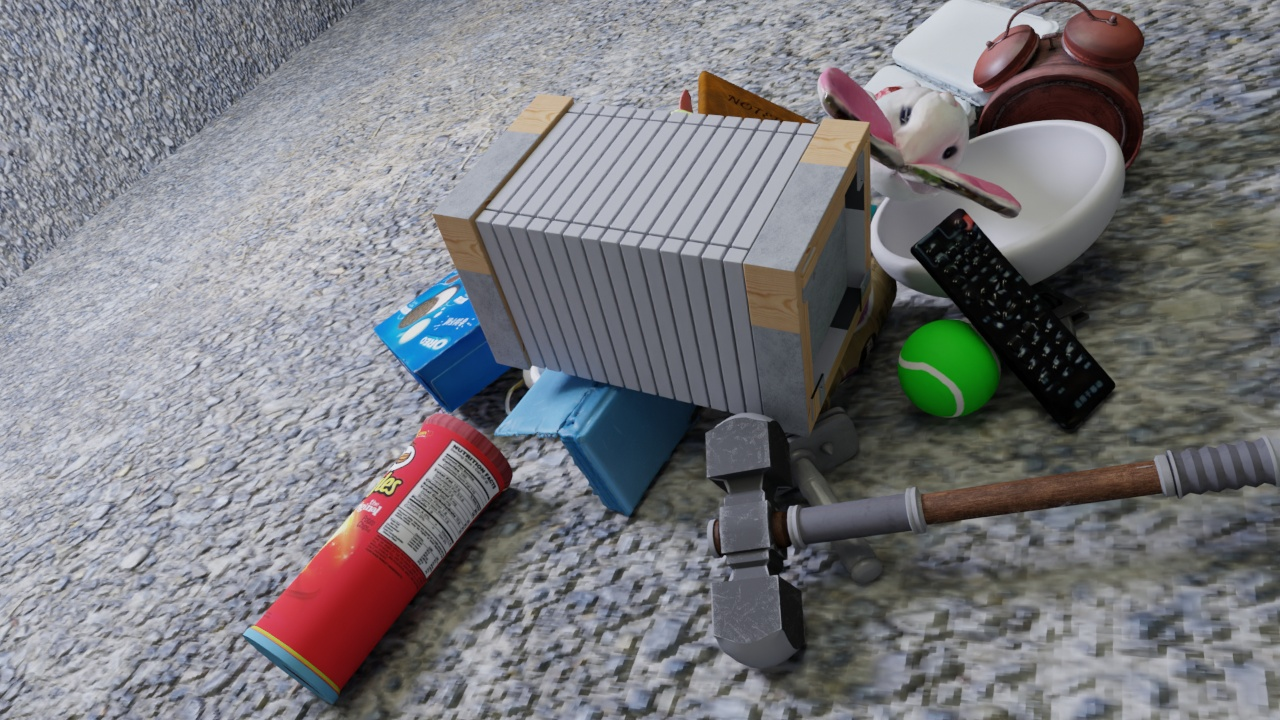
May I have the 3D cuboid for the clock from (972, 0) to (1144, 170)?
[{"bbox_3d":[0.328,-0.207,0.718,0.121,0.158,0.072,-1,48,36],"label":"clock"}]

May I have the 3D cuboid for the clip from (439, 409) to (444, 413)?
[{"bbox_3d":[-0.190,0.069,0.865,0.043,0.014,0.051,-45,40,-19],"label":"clip"}]

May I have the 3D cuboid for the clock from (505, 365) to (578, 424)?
[{"bbox_3d":[-0.063,0.016,0.808,0.125,0.052,0.088,-26,35,11],"label":"clock"}]

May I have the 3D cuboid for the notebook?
[{"bbox_3d":[0.134,-0.181,0.851,0.248,0.178,0.014,-85,21,-52],"label":"notebook"}]

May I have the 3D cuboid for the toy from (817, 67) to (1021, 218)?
[{"bbox_3d":[0.194,-0.161,0.666,0.084,0.159,0.193,-56,2,26],"label":"toy"}]

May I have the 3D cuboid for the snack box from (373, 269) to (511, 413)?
[{"bbox_3d":[-0.156,-0.051,0.921,0.195,0.056,0.239,-38,24,-13],"label":"snack box"}]

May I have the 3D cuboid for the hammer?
[{"bbox_3d":[0.189,0.076,0.499,0.323,0.043,0.155,-13,60,24],"label":"hammer"}]

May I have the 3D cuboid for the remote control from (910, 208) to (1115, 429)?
[{"bbox_3d":[0.234,-0.026,0.583,0.047,0.150,0.022,-38,-3,-14],"label":"remote control"}]

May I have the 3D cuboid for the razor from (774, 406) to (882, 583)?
[{"bbox_3d":[0.118,0.093,0.585,0.088,0.047,0.116,-28,41,2],"label":"razor"}]

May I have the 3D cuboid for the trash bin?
[{"bbox_3d":[0.017,-0.073,0.631,0.247,0.143,0.142,12,51,25],"label":"trash bin"}]

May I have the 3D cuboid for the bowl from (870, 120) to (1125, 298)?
[{"bbox_3d":[0.262,-0.098,0.671,0.177,0.066,0.176,-26,29,16],"label":"bowl"}]

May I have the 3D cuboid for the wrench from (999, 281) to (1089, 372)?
[{"bbox_3d":[0.287,-0.081,0.708,0.073,0.018,0.272,-16,34,23],"label":"wrench"}]

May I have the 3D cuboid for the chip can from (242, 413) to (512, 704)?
[{"bbox_3d":[-0.194,0.145,0.701,0.087,0.087,0.212,7,48,41],"label":"chip can"}]

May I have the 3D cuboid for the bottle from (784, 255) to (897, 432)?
[{"bbox_3d":[0.139,-0.009,0.682,0.060,0.060,0.165,2,45,38],"label":"bottle"}]

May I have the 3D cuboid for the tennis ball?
[{"bbox_3d":[0.205,0.005,0.610,0.065,0.065,0.065,-19,35,14],"label":"tennis ball"}]

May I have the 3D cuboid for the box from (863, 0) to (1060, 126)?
[{"bbox_3d":[0.282,-0.268,0.886,0.192,0.045,0.209,-43,26,16],"label":"box"}]

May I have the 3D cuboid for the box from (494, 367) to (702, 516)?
[{"bbox_3d":[-0.006,0.004,0.745,0.112,0.094,0.230,4,47,42],"label":"box"}]

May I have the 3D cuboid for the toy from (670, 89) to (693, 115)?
[{"bbox_3d":[0.044,-0.166,0.894,0.107,0.150,0.196,16,53,26],"label":"toy"}]
